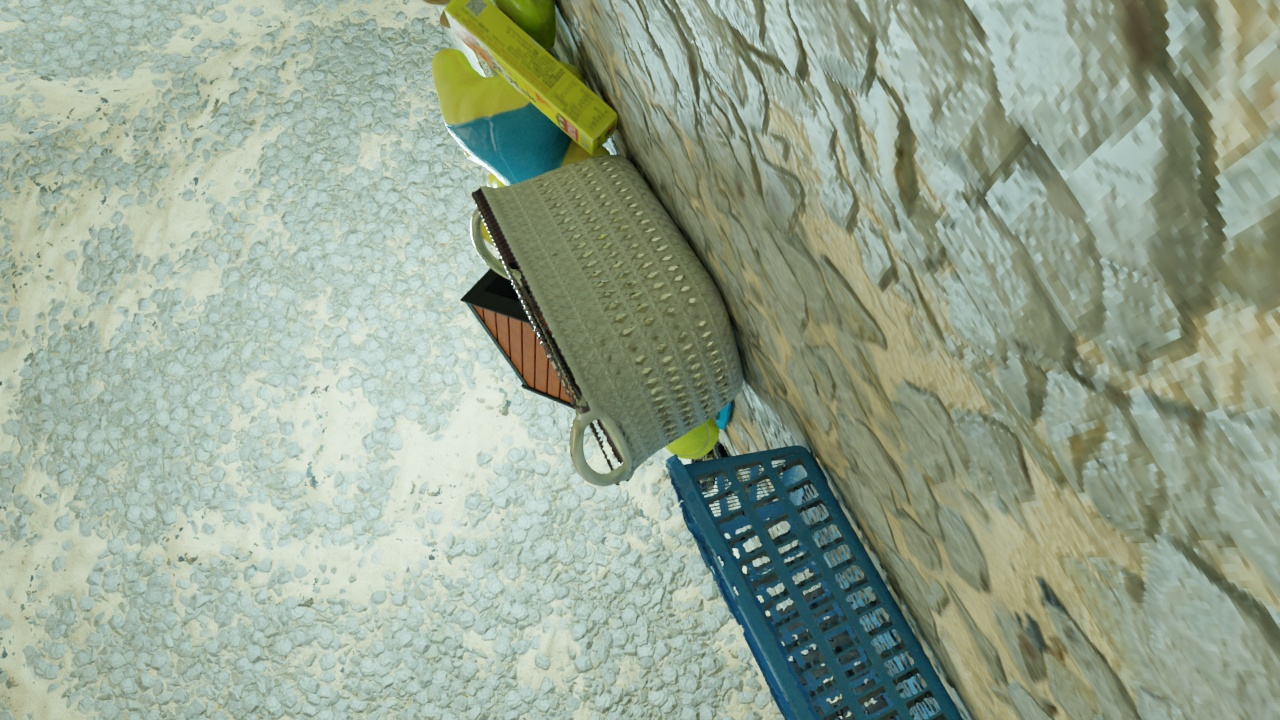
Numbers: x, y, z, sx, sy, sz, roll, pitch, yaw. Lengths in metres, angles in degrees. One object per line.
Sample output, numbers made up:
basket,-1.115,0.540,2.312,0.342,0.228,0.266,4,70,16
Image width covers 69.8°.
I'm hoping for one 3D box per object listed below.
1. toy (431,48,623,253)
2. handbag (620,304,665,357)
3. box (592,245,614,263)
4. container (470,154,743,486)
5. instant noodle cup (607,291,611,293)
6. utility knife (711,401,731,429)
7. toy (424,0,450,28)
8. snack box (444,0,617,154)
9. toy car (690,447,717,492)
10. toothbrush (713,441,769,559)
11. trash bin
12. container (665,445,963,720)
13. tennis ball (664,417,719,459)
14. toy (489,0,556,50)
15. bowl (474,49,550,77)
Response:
toy,-0.093,-0.164,0.804,0.214,0.149,0.083,72,-146,-50
handbag,-0.006,0.006,0.955,0.119,0.111,0.081,61,176,39
box,-0.079,-0.140,1.031,0.107,0.102,0.095,65,166,-20
container,-0.028,-0.041,0.704,0.251,0.143,0.185,60,177,37
instant noodle cup,-0.009,-0.020,1.060,0.112,0.100,0.100,53,174,17
utility knife,0.074,0.042,0.865,0.031,0.015,0.175,58,174,14
toy,-0.157,-0.345,0.803,0.108,0.106,0.134,-104,-12,-50
snack box,-0.081,-0.217,0.688,0.148,0.029,0.040,41,175,0
toy car,0.076,0.105,1.125,0.048,0.040,0.112,72,-172,-69
toothbrush,0.124,0.168,1.058,0.167,0.012,0.013,64,169,-4
trash bin,-0.101,-0.052,1.175,0.140,0.139,0.172,19,150,41
container,0.142,0.228,0.613,0.362,0.089,0.257,62,177,20
tennis ball,0.052,0.073,0.981,0.065,0.065,0.065,63,177,6
toy,-0.097,-0.290,0.683,0.092,0.043,0.118,54,171,25
bowl,-0.106,-0.257,0.886,0.145,0.063,0.145,64,177,0
